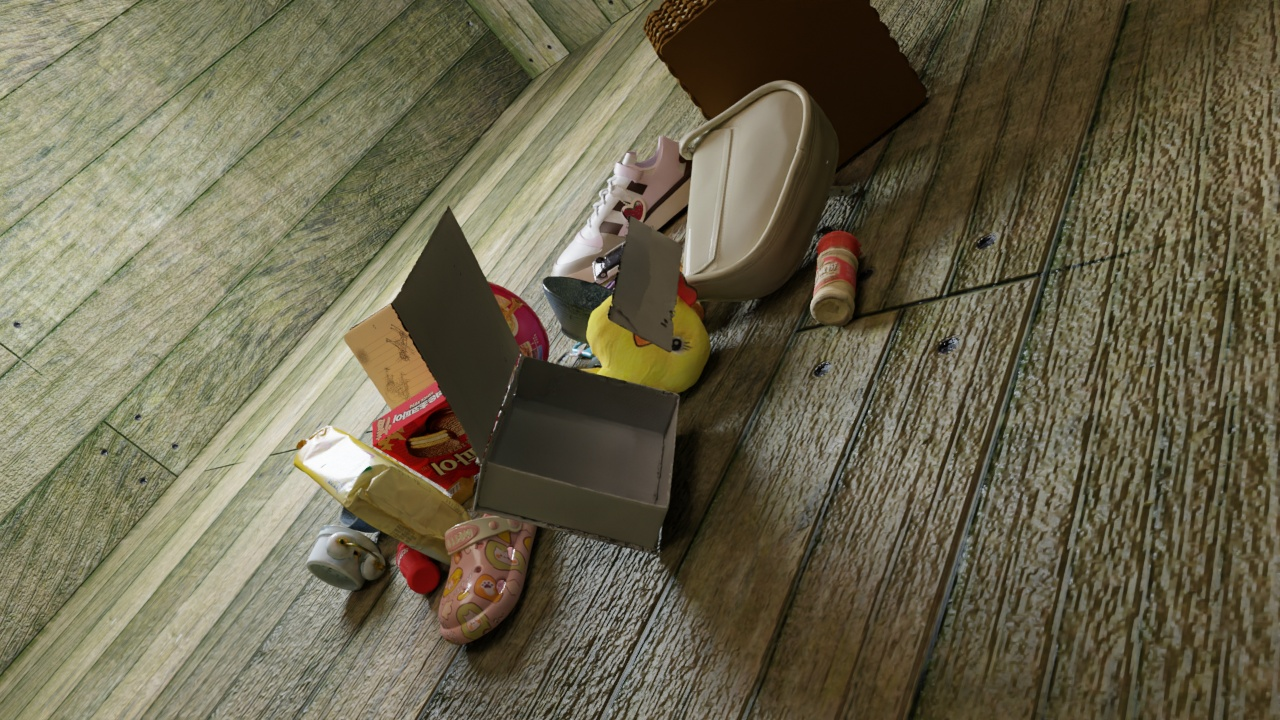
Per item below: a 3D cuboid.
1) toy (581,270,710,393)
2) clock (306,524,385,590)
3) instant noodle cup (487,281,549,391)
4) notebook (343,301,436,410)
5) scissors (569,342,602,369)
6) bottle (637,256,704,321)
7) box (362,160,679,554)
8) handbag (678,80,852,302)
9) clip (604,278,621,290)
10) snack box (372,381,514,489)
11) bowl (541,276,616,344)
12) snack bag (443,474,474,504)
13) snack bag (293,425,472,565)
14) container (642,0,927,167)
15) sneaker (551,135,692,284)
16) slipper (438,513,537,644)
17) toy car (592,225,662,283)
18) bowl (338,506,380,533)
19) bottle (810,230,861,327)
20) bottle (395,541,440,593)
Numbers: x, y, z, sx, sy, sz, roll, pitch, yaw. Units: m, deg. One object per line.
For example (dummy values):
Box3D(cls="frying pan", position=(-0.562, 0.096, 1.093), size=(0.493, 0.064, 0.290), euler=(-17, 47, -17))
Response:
Box3D(cls="toy", position=(-0.006, 0.006, 0.964), size=(0.207, 0.134, 0.092), euler=(-58, -15, -14))
Box3D(cls="clock", position=(-0.365, 0.244, 1.147), size=(0.118, 0.083, 0.056), euler=(-24, 35, 44))
Box3D(cls="instant noodle cup", position=(-0.217, -0.014, 1.223), size=(0.179, 0.178, 0.077), euler=(-26, 26, 34))
Box3D(cls="notebook", position=(-0.280, 0.030, 1.199), size=(0.168, 0.225, 0.024), euler=(-24, 12, 37))
Box3D(cls="scissors", position=(-0.075, 0.010, 1.173), size=(0.129, 0.015, 0.135), euler=(-47, 21, -12))
Box3D(cls="bottle", position=(0.039, -0.077, 1.078), size=(0.063, 0.063, 0.108), euler=(-40, 38, 6))
Box3D(cls="box", position=(-0.089, 0.009, 0.783), size=(0.165, 0.330, 0.166), euler=(-19, 31, 18))
Box3D(cls="handbag", position=(0.125, -0.169, 1.014), size=(0.184, 0.132, 0.228), euler=(-4, 68, 35))
Box3D(cls="clip", position=(-0.046, -0.099, 1.311), size=(0.051, 0.013, 0.032), euler=(-49, 26, -19))
Box3D(cls="snack box", position=(-0.218, 0.082, 1.106), size=(0.152, 0.132, 0.035), euler=(-31, 46, 16))
Box3D(cls="bowl", position=(-0.068, -0.056, 1.174), size=(0.137, 0.137, 0.057), euler=(-116, 43, -66))
Box3D(cls="snack bag", position=(-0.242, 0.179, 1.140), size=(0.099, 0.020, 0.026), euler=(-40, 31, 7))
Box3D(cls="snack bag", position=(-0.298, 0.149, 1.064), size=(0.248, 0.159, 0.068), euler=(16, 72, 53))
Box3D(cls="container", position=(0.168, -0.372, 1.132), size=(0.220, 0.251, 0.213), euler=(-37, 24, 14))
Box3D(cls="sneaker", position=(-0.038, -0.223, 1.375), size=(0.294, 0.116, 0.111), euler=(-36, 24, 15))
Box3D(cls="slipper", position=(-0.163, 0.191, 0.922), size=(0.093, 0.081, 0.196), euler=(-31, 24, 28))
Box3D(cls="toy car", position=(-0.018, -0.148, 1.316), size=(0.113, 0.039, 0.039), euler=(-29, 53, 31))
Box3D(cls="bowl", position=(-0.353, 0.195, 1.244), size=(0.110, 0.055, 0.110), euler=(-34, 25, 18))
Box3D(cls="bottle", position=(0.186, -0.079, 0.873), size=(0.044, 0.044, 0.108), euler=(-26, 29, 34))
Box3D(cls="bottle", position=(-0.261, 0.233, 1.058), size=(0.036, 0.036, 0.119), euler=(-48, 23, -12))
